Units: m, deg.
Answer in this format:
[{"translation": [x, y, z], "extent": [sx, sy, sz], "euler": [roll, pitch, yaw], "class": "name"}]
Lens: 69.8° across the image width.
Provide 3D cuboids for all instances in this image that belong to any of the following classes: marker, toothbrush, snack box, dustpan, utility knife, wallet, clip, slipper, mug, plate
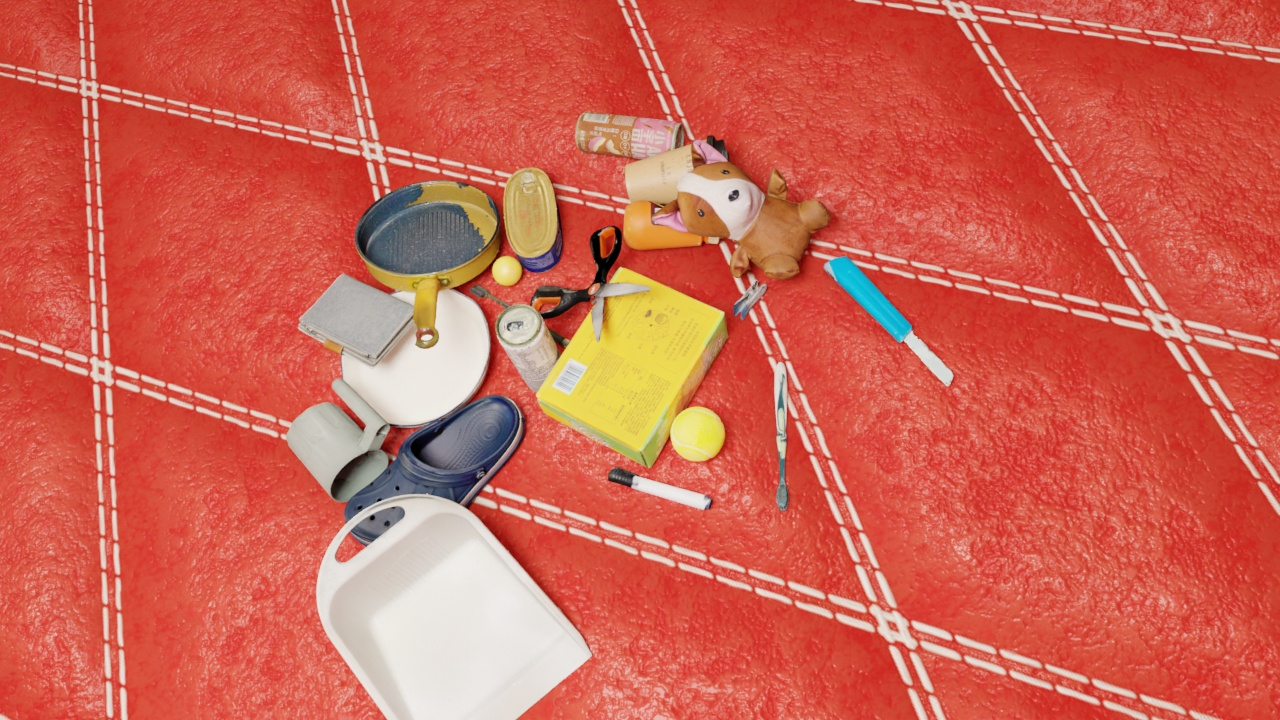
[{"translation": [0.023, 0.153, 1.104], "extent": [0.131, 0.018, 0.022], "euler": [14, 59, 15], "class": "marker"}, {"translation": [0.171, 0.088, 1.110], "extent": [0.016, 0.018, 0.191], "euler": [-1, 66, 9], "class": "toothbrush"}, {"translation": [-0.007, 0.007, 1.147], "extent": [0.158, 0.070, 0.209], "euler": [26, 72, 19], "class": "snack box"}, {"translation": [-0.227, 0.285, 1.016], "extent": [0.222, 0.143, 0.257], "euler": [-38, 64, -9], "class": "dustpan"}, {"translation": [0.313, -0.052, 1.150], "extent": [0.034, 0.018, 0.223], "euler": [-33, 64, -9], "class": "utility knife"}, {"translation": [-0.369, -0.050, 1.201], "extent": [0.130, 0.037, 0.106], "euler": [24, 61, 19], "class": "wallet"}, {"translation": [0.141, -0.081, 1.189], "extent": [0.036, 0.025, 0.057], "euler": [33, 74, 29], "class": "clip"}, {"translation": [-0.247, 0.134, 1.116], "extent": [0.252, 0.095, 0.105], "euler": [-39, 63, -13], "class": "slipper"}, {"translation": [-0.371, 0.097, 1.145], "extent": [0.103, 0.083, 0.124], "euler": [39, 109, 25], "class": "mug"}, {"translation": [-0.156, -0.056, 1.229], "extent": [0.186, 0.017, 0.012], "euler": [31, 114, 20], "class": "toothbrush"}, {"translation": [-0.292, -0.003, 1.211], "extent": [0.205, 0.045, 0.204], "euler": [-4, 65, 8], "class": "plate"}]

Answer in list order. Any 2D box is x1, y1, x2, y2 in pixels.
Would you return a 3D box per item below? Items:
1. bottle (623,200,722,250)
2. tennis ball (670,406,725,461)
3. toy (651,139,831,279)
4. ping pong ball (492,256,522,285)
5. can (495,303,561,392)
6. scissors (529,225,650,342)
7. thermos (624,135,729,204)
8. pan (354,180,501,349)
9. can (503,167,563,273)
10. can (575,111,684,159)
[{"translation": [0.053, -0.179, 1.231], "extent": [0.149, 0.067, 0.066], "euler": [3, 66, 2], "class": "bottle"}, {"translation": [0.069, 0.088, 1.100], "extent": [0.065, 0.065, 0.065], "euler": [-3, 65, 7], "class": "tennis ball"}, {"translation": [0.127, -0.184, 1.158], "extent": [0.199, 0.130, 0.140], "euler": [31, 87, -1], "class": "toy"}, {"translation": [-0.182, -0.122, 1.250], "extent": [0.040, 0.040, 0.040], "euler": [-3, 65, 7], "class": "ping pong ball"}, {"translation": [-0.133, -0.012, 1.132], "extent": [0.058, 0.147, 0.058], "euler": [-4, 65, 8], "class": "can"}, {"translation": [-0.064, -0.098, 1.168], "extent": [0.221, 0.021, 0.231], "euler": [-17, 43, 37], "class": "scissors"}, {"translation": [0.055, -0.251, 1.249], "extent": [0.143, 0.093, 0.093], "euler": [-8, 64, 13], "class": "thermos"}, {"translation": [-0.276, -0.126, 1.196], "extent": [0.197, 0.078, 0.356], "euler": [-9, 49, -4], "class": "pan"}, {"translation": [-0.148, -0.194, 1.273], "extent": [0.074, 0.049, 0.148], "euler": [-11, 64, 3], "class": "can"}, {"translation": [-0.015, -0.317, 1.304], "extent": [0.147, 0.058, 0.057], "euler": [10, 67, 13], "class": "can"}]
